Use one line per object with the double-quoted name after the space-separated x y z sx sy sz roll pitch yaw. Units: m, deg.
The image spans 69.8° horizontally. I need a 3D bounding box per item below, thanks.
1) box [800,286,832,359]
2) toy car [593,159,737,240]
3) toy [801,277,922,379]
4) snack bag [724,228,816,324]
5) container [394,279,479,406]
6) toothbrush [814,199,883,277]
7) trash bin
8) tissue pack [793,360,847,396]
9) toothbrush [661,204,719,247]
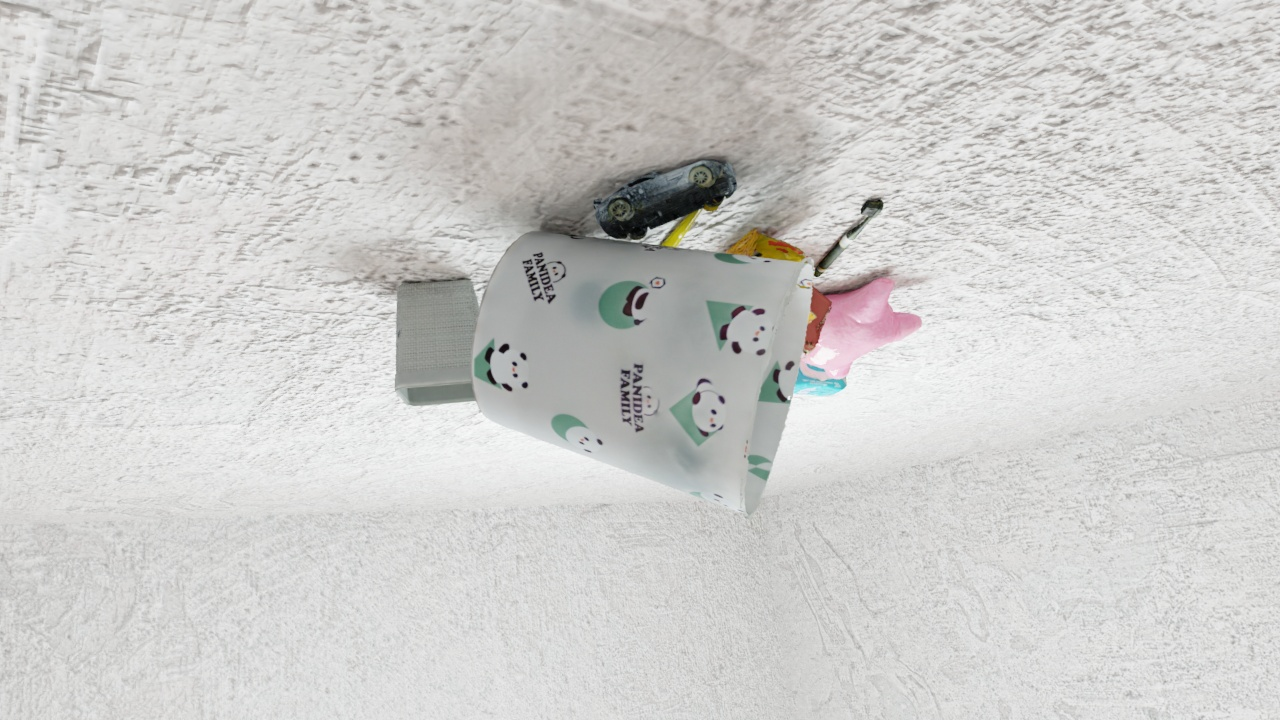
0.144 -0.028 1.075 0.078 0.091 0.169 38 148 -18 "box"
0.020 -0.136 0.761 0.121 0.036 0.054 -18 163 10 "toy car"
0.245 -0.046 1.133 0.178 0.074 0.195 20 142 -27 "toy"
0.103 -0.051 0.976 0.073 0.128 0.208 -33 176 -30 "snack bag"
-0.208 -0.019 0.961 0.090 0.114 0.090 -4 166 -6 "container"
0.207 -0.122 0.940 0.017 0.012 0.186 2 165 -7 "toothbrush"
0.004 -0.004 0.815 0.252 0.229 0.229 14 171 16 "trash bin"
0.224 -0.002 1.255 0.133 0.093 0.050 5 166 -39 "tissue pack"
0.039 -0.119 0.870 0.015 0.016 0.190 -1 165 -17 "toothbrush"
